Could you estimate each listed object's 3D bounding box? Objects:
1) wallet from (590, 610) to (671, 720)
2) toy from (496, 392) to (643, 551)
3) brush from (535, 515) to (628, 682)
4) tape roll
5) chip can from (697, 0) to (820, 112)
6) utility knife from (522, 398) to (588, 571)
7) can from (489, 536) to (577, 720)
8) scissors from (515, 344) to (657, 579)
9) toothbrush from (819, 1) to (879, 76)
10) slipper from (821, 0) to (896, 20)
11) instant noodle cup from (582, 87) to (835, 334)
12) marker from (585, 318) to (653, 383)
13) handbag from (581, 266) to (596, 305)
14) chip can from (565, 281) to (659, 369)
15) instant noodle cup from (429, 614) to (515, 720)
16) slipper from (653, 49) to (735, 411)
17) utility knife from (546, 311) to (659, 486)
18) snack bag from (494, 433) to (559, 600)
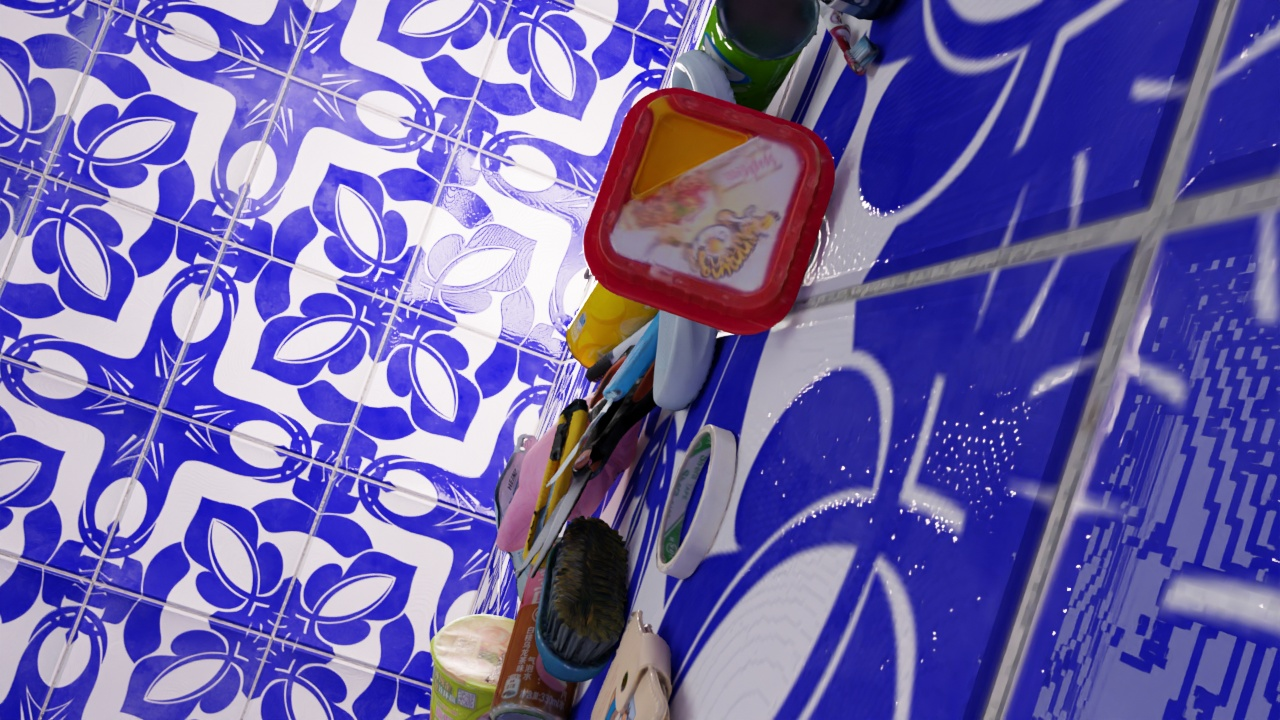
[{"bbox_3d":[-0.004,0.180,0.455,0.115,0.024,0.087,-117,43,-82],"label":"wallet"},{"bbox_3d":[-0.060,0.096,0.800,0.195,0.074,0.178,-48,13,15],"label":"toy"},{"bbox_3d":[-0.044,0.170,0.637,0.143,0.055,0.074,-89,22,-67],"label":"brush"},{"bbox_3d":[0.030,0.077,0.506,0.086,0.014,0.086,-162,92,-83],"label":"tape roll"},{"bbox_3d":[0.070,-0.211,0.704,0.236,0.072,0.072,131,159,-80],"label":"chip can"},{"bbox_3d":[-0.066,0.094,0.724,0.033,0.015,0.156,-21,43,38],"label":"utility knife"},{"bbox_3d":[-0.070,0.211,0.705,0.147,0.058,0.058,-77,10,-45],"label":"can"},{"bbox_3d":[-0.025,0.062,0.682,0.153,0.021,0.234,-32,25,28],"label":"scissors"},{"bbox_3d":[0.125,-0.204,0.561,0.017,0.016,0.187,-48,16,26],"label":"toothbrush"},{"bbox_3d":[0.118,-0.290,0.549,0.105,0.095,0.252,122,163,-47],"label":"slipper"},{"bbox_3d":[0.037,-0.074,0.521,0.124,0.116,0.116,71,-142,-83],"label":"instant noodle cup"},{"bbox_3d":[-0.002,-0.015,0.801,0.131,0.018,0.022,-36,7,37],"label":"marker"},{"bbox_3d":[0.006,-0.128,0.948,0.145,0.098,0.196,-58,13,36],"label":"handbag"},{"bbox_3d":[0.004,-0.075,0.801,0.214,0.072,0.071,-54,16,46],"label":"chip can"},{"bbox_3d":[-0.143,0.312,0.824,0.111,0.111,0.123,-95,19,-74],"label":"instant noodle cup"},{"bbox_3d":[0.019,-0.088,0.639,0.104,0.074,0.245,-154,68,-83],"label":"slipper"},{"bbox_3d":[-0.004,0.004,0.696,0.225,0.018,0.034,-54,12,-12],"label":"utility knife"},{"bbox_3d":[-0.112,0.166,0.924,0.110,0.039,0.191,-64,-25,-42],"label":"snack bag"}]
